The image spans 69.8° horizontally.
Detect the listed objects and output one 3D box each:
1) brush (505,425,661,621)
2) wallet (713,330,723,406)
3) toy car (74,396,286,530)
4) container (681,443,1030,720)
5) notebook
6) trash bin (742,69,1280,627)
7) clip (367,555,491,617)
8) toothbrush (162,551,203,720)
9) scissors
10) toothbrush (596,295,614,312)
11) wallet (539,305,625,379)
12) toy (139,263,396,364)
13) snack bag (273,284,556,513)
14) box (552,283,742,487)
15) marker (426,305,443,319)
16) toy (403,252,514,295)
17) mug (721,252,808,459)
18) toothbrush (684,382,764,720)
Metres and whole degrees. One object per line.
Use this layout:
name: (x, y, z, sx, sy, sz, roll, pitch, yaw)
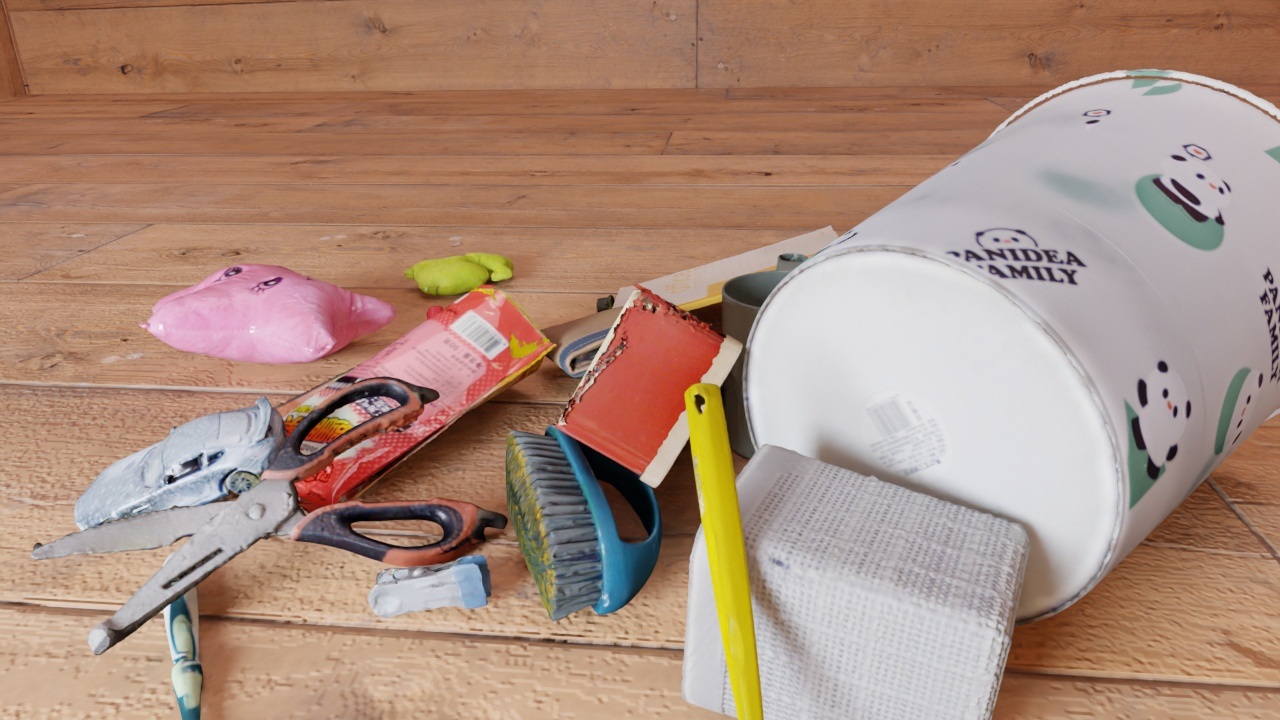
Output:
brush: (-0.028, 0.077, 0.474, 0.073, 0.055, 0.144, -4, 22, -15)
wallet: (0.031, 0.003, 0.682, 0.101, 0.032, 0.124, 5, 22, 21)
toy car: (-0.259, 0.061, 0.517, 0.120, 0.037, 0.054, -24, 37, -5)
container: (0.088, 0.101, 0.371, 0.114, 0.090, 0.090, 13, 27, 24)
notebook: (0.074, -0.071, 0.791, 0.206, 0.010, 0.145, -16, 15, 9)
trash bin: (0.202, -0.008, 0.472, 0.230, 0.230, 0.251, 20, 37, 41)
clip: (-0.101, 0.109, 0.441, 0.058, 0.025, 0.036, -6, 16, 3)
toothbrush: (-0.200, 0.131, 0.402, 0.016, 0.018, 0.192, -11, 25, -25)
scissors: (-0.174, 0.072, 0.472, 0.226, 0.015, 0.188, 11, 42, -16)
toothbrush: (-0.034, -0.020, 0.763, 0.017, 0.012, 0.185, -6, 22, 5)
wallet: (-0.026, -0.014, 0.667, 0.090, 0.033, 0.115, -18, 16, -16)
toy: (-0.298, -0.034, 0.723, 0.195, 0.075, 0.178, 14, 18, 33)
snack bag: (-0.161, 0.026, 0.598, 0.129, 0.073, 0.207, 17, 40, 36)
box: (-0.003, 0.003, 0.518, 0.078, 0.091, 0.168, 31, 2, -2)
marker: (-0.167, -0.015, 0.751, 0.017, 0.017, 0.145, -6, 23, -10)
toy: (-0.176, -0.087, 0.907, 0.097, 0.031, 0.099, 10, 25, 21)
mug: (0.097, -0.004, 0.600, 0.084, 0.103, 0.123, 3, 22, 11)
toothbrush: (0.033, 0.095, 0.316, 0.016, 0.016, 0.189, -14, 65, 16)
